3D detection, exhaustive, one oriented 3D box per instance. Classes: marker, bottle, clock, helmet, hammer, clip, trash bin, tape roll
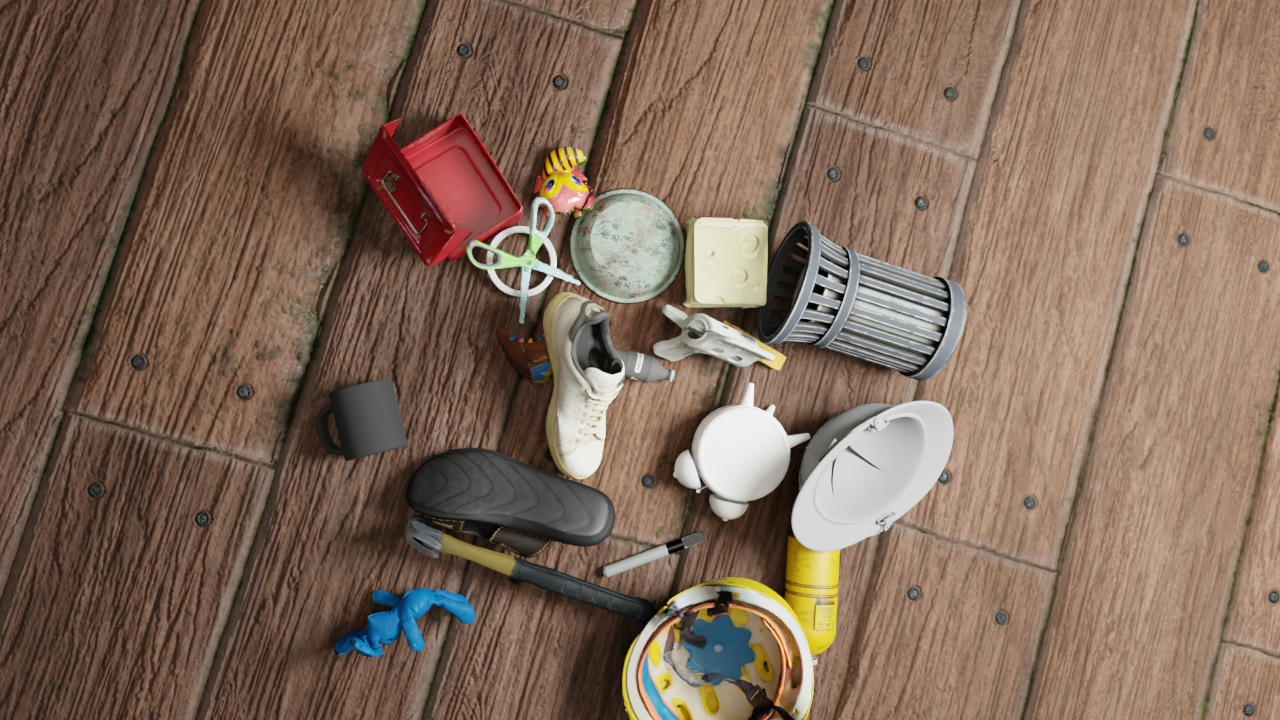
[{"bbox_3d":[0.017,0.258,1.218,0.140,0.016,0.016,-19,89,-8],"label":"marker"},{"bbox_3d":[0.226,0.317,1.214,0.071,0.071,0.163,4,87,-7],"label":"bottle"},{"bbox_3d":[0.130,0.123,1.220,0.125,0.073,0.161,42,90,-3],"label":"clock"},{"bbox_3d":[0.102,0.378,1.165,0.240,0.139,0.209,-28,86,14],"label":"helmet"},{"bbox_3d":[-0.137,0.270,1.160,0.333,0.118,0.025,22,86,-11],"label":"hammer"},{"bbox_3d":[0.089,-0.027,1.185,0.143,0.124,0.072,12,83,39],"label":"clip"},{"bbox_3d":[-0.007,0.007,1.218,0.110,0.036,0.036,15,85,-6],"label":"bottle"},{"bbox_3d":[0.291,-0.069,1.201,0.227,0.164,0.164,17,85,-10],"label":"trash bin"},{"bbox_3d":[-0.157,-0.130,1.209,0.093,0.013,0.093,-1,96,-14],"label":"tape roll"},{"bbox_3d":[0.276,0.130,1.210,0.270,0.118,0.183,-26,123,-19],"label":"helmet"}]

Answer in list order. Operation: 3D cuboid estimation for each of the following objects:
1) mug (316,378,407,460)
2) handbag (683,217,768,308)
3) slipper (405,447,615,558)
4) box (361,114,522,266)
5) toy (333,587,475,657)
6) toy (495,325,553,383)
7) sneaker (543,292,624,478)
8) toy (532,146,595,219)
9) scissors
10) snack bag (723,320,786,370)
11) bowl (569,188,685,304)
[{"bbox_3d":[-0.357,0.079,1.157,0.114,0.078,0.088,-15,89,19],"label":"mug"},{"bbox_3d":[0.112,-0.130,1.215,0.111,0.081,0.119,0,87,0],"label":"handbag"},{"bbox_3d":[-0.165,0.185,1.172,0.268,0.076,0.112,11,61,3],"label":"slipper"},{"bbox_3d":[-0.241,-0.224,1.164,0.167,0.154,0.157,-36,94,-38],"label":"box"},{"bbox_3d":[-0.296,0.325,1.138,0.176,0.113,0.071,-18,104,-17],"label":"toy"},{"bbox_3d":[-0.135,-0.024,1.206,0.090,0.071,0.103,-37,69,-20],"label":"toy"},{"bbox_3d":[-0.060,0.037,1.149,0.088,0.102,0.242,-18,110,-43],"label":"sneaker"},{"bbox_3d":[-0.102,-0.231,1.214,0.084,0.046,0.103,-1,76,15],"label":"toy"},{"bbox_3d":[-0.143,-0.129,1.179,0.171,0.022,0.174,16,101,-38],"label":"scissors"},{"bbox_3d":[0.151,-0.020,1.247,0.099,0.020,0.026,30,90,-5],"label":"snack bag"},{"bbox_3d":[-0.015,-0.156,1.224,0.157,0.038,0.157,0,87,-7],"label":"bowl"}]
